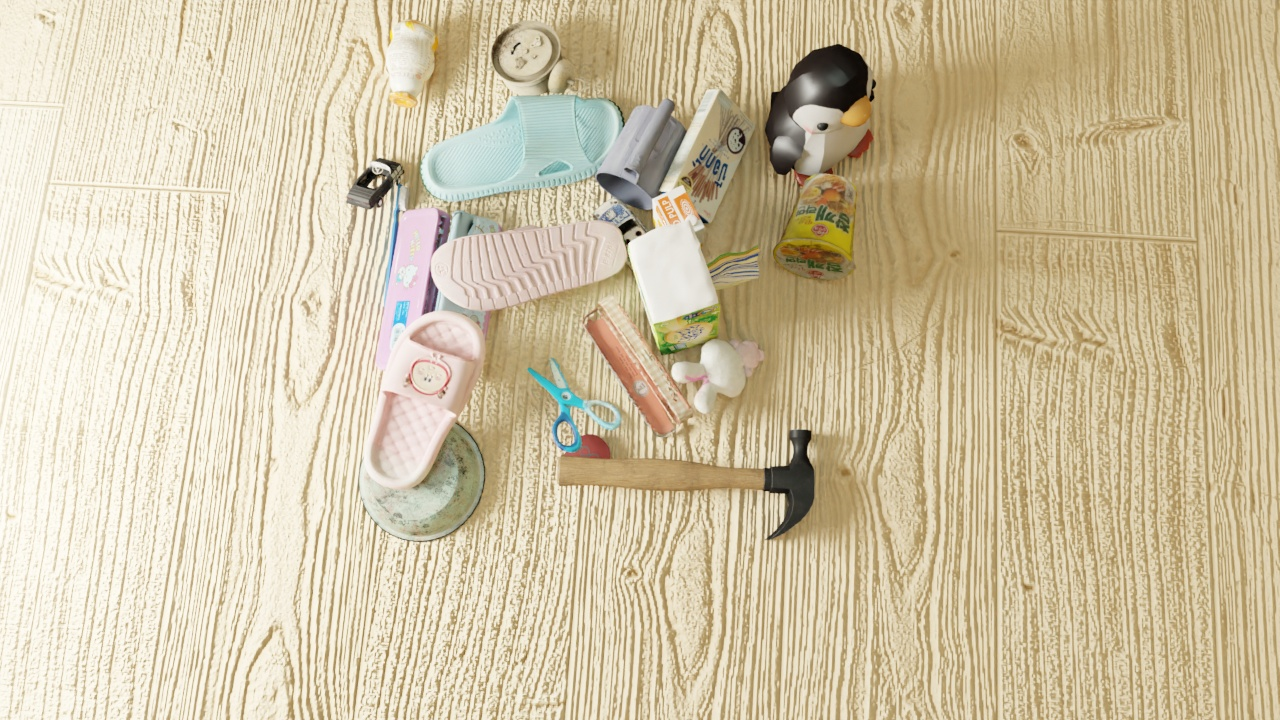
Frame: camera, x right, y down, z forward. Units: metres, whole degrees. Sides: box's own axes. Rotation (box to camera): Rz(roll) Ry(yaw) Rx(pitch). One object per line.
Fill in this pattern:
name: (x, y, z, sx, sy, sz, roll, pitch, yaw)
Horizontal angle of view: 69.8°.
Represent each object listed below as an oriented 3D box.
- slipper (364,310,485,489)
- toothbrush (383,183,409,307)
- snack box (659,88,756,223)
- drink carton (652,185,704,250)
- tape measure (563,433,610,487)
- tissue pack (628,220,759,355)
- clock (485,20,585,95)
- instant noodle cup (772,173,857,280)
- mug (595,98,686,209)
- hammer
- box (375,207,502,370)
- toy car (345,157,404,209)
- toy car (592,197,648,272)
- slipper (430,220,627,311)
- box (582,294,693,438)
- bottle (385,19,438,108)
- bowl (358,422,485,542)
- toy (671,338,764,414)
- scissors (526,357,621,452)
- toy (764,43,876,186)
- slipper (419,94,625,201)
slipper: (-0.260, 0.045, 1.080, 0.107, 0.056, 0.221, 22, 87, -3)
toothbrush: (-0.316, -0.148, 1.186, 0.014, 0.016, 0.166, 3, 80, 3)
snack box: (0.087, -0.258, 1.162, 0.026, 0.082, 0.150, 15, 77, 48)
drink carton: (0.046, -0.161, 1.120, 0.040, 0.122, 0.058, -25, 79, -3)
tape measure: (-0.060, 0.120, 1.124, 0.059, 0.019, 0.051, 40, 81, 2)
tissue pack: (0.071, -0.089, 1.068, 0.141, 0.197, 0.120, -18, 85, 1)
clock: (-0.130, -0.384, 1.205, 0.141, 0.054, 0.093, 31, 81, 15)
instant noodle cup: (0.225, -0.167, 1.134, 0.102, 0.102, 0.108, 15, 72, 5)
mug: (0.006, -0.260, 1.141, 0.084, 0.124, 0.104, 28, 79, -2)
hammer: (0.053, 0.144, 1.098, 0.305, 0.040, 0.132, 3, 78, -1)
box: (-0.253, -0.085, 1.152, 0.140, 0.062, 0.214, 7, 80, 0)
toy car: (-0.341, -0.229, 1.179, 0.040, 0.037, 0.092, 17, 47, 7)
toy car: (-0.016, -0.158, 1.164, 0.048, 0.040, 0.113, -38, 80, -6)
slipper: (-0.137, -0.120, 1.139, 0.239, 0.064, 0.094, -11, 100, -6)
box: (-0.006, 0.006, 1.126, 0.077, 0.054, 0.187, -41, 77, 27)
bottle: (-0.304, -0.389, 1.208, 0.063, 0.063, 0.108, 6, 80, 3)
bowl: (-0.271, 0.141, 1.118, 0.157, 0.038, 0.157, 0, 79, 2)
toy: (0.099, 0.012, 1.124, 0.125, 0.037, 0.076, -32, 89, -29)
scissors: (-0.097, 0.055, 1.121, 0.140, 0.013, 0.112, 38, 54, 6)
toy: (0.215, -0.316, 1.112, 0.159, 0.184, 0.140, -41, 80, -6)
slipper: (-0.153, -0.275, 1.180, 0.276, 0.069, 0.116, -14, 82, 0)
